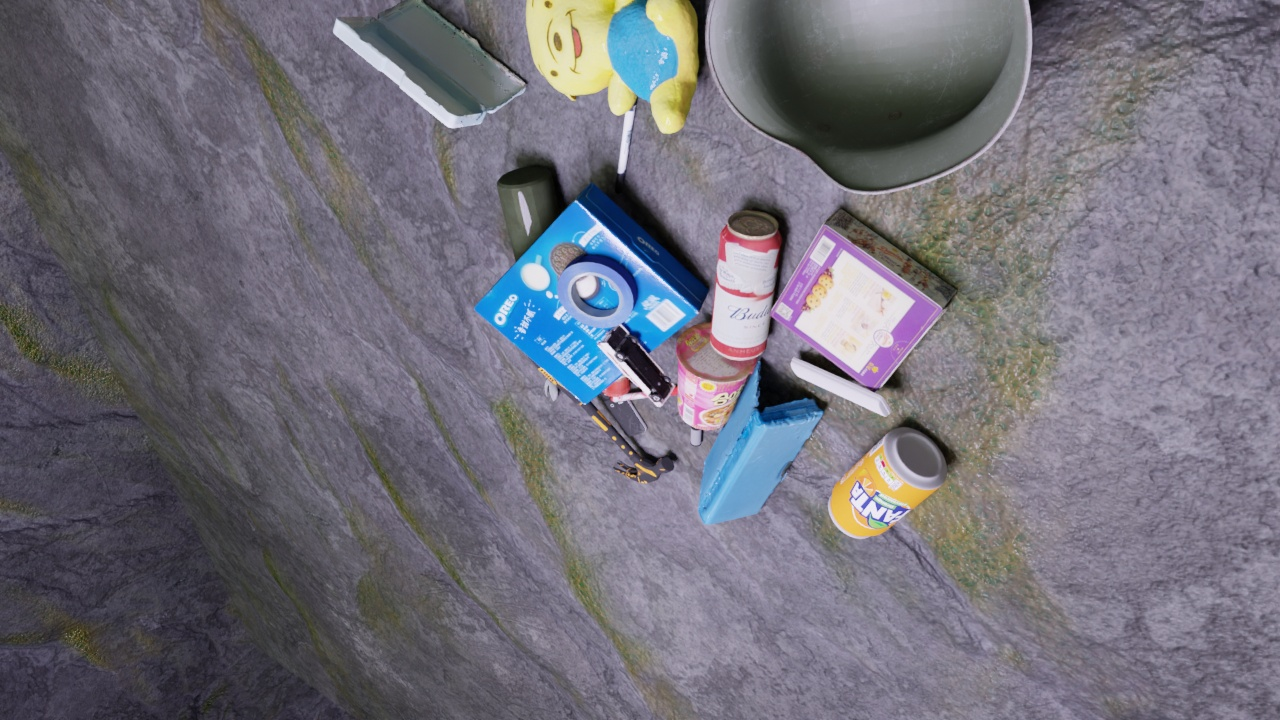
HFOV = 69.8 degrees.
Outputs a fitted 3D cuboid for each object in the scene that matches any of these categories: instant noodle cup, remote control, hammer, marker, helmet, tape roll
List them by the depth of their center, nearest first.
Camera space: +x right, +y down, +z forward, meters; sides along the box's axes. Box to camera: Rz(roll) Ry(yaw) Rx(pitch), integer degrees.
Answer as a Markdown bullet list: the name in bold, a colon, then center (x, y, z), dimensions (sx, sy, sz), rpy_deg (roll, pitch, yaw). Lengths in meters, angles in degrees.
- **helmet**: center (0.190, -0.271, 0.743), dimensions (0.268, 0.153, 0.227), rpy_deg (5, 125, 34)
- **remote control**: center (0.222, 0.029, 1.027), dimensions (0.131, 0.012, 0.033), rpy_deg (28, 165, 46)
- **marker**: center (-0.016, -0.256, 1.051), dimensions (0.011, 0.011, 0.152), rpy_deg (31, 137, 20)
- **tape roll**: center (-0.051, -0.080, 1.078), dimensions (0.093, 0.016, 0.092), rpy_deg (38, 129, -9)
- **instant noodle cup**: center (0.085, 0.025, 1.122), dimensions (0.098, 0.097, 0.109), rpy_deg (31, 142, 20)
- **marker**: center (0.075, 0.057, 1.212), dimensions (0.016, 0.016, 0.141), rpy_deg (23, 133, 28)
- **marker**: center (0.013, 0.046, 1.254), dimensions (0.142, 0.012, 0.013), rpy_deg (-9, 114, 41)
- **remote control**: center (-0.042, 0.045, 1.314), dimensions (0.045, 0.008, 0.146), rpy_deg (-21, 106, 48)
- **hammer**: center (-0.085, 0.057, 1.318), dimensions (0.320, 0.036, 0.124), rpy_deg (48, 148, -10)

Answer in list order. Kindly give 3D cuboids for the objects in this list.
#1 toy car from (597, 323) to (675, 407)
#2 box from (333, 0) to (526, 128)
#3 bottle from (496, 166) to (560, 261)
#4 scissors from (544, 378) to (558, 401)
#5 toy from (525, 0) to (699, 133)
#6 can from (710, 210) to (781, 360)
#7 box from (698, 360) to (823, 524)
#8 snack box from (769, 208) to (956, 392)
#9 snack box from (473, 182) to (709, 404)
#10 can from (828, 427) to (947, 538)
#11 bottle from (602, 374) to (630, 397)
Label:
- **toy car**: center (-0.006, 0.007, 1.119), dimensions (0.113, 0.039, 0.039), rpy_deg (49, 147, -21)
- **box**: center (-0.249, -0.353, 1.085), dimensions (0.197, 0.136, 0.049), rpy_deg (40, 141, 10)
- **bottle**: center (-0.130, -0.144, 1.194), dimensions (0.071, 0.071, 0.207), rpy_deg (14, 129, 34)
- **scissors**: center (-0.122, 0.004, 1.344), dimensions (0.154, 0.019, 0.128), rpy_deg (-10, 110, 50)
- **toy**: center (-0.031, -0.330, 0.951), dimensions (0.214, 0.083, 0.149), rpy_deg (21, 126, 30)
- **can**: center (0.117, -0.081, 1.027), dimensions (0.067, 0.067, 0.170), rpy_deg (25, 134, 25)
- **box**: center (0.133, 0.105, 1.168), dimensions (0.232, 0.094, 0.102), rpy_deg (110, 144, -48)
- **snack box**: center (0.228, -0.060, 0.964), dimensions (0.148, 0.040, 0.144), rpy_deg (38, 139, 11)
- **snack box**: center (-0.065, -0.074, 1.138), dimensions (0.195, 0.056, 0.240), rpy_deg (42, 129, -12)
- **can**: center (0.279, 0.143, 1.049), dimensions (0.079, 0.078, 0.143), rpy_deg (41, 139, 9)
- **bottle**: center (-0.035, -0.003, 1.243), dimensions (0.044, 0.044, 0.109), rpy_deg (23, 133, 28)
